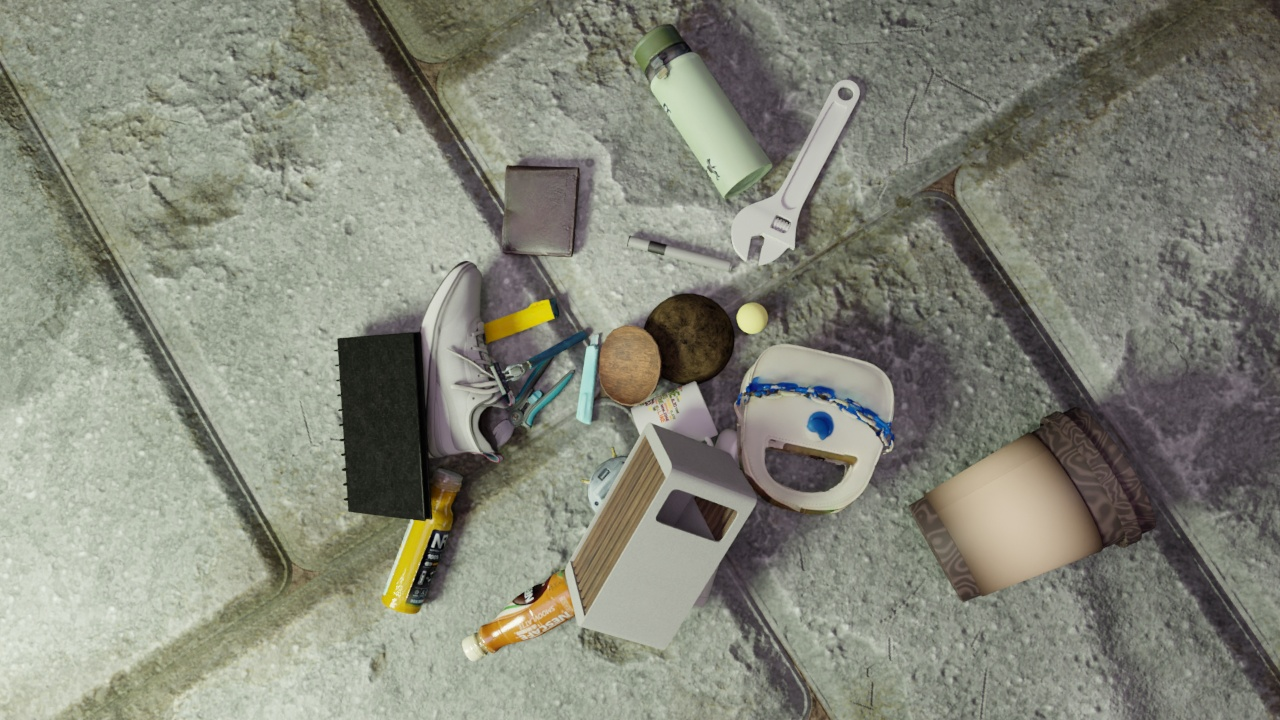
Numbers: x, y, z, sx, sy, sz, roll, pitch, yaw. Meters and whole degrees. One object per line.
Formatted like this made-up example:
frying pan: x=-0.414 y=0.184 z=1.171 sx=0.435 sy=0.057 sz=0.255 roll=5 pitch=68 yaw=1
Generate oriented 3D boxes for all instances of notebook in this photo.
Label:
notebook: x=-0.332 y=0.083 z=1.173 sx=0.169 sy=0.019 sz=0.231 roll=-2 pitch=92 yaw=38

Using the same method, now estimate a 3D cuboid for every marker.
marker: x=0.052 y=-0.141 z=1.209 sx=0.140 sy=0.016 sz=0.016 roll=15 pitch=88 yaw=5

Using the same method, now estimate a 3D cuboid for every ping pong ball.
ping pong ball: x=0.144 y=-0.055 z=1.184 sx=0.040 sy=0.040 sz=0.040 roll=0 pitch=87 yaw=4

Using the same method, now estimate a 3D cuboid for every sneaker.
sneaker: x=-0.218 y=0.007 z=1.176 sx=0.129 sy=0.096 sz=0.263 roll=11 pitch=96 yaw=4

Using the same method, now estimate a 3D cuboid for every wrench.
wrench: x=0.204 y=-0.250 z=1.203 sx=0.087 sy=0.018 sz=0.273 roll=26 pitch=88 yaw=7

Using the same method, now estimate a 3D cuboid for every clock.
clock: x=-0.011 y=0.176 z=1.177 sx=0.129 sy=0.052 sz=0.090 roll=43 pitch=90 yaw=6

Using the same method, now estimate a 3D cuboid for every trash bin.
trash bin: x=0.019 y=0.210 z=1.095 sx=0.114 sy=0.114 sz=0.229 roll=22 pitch=107 yaw=-22

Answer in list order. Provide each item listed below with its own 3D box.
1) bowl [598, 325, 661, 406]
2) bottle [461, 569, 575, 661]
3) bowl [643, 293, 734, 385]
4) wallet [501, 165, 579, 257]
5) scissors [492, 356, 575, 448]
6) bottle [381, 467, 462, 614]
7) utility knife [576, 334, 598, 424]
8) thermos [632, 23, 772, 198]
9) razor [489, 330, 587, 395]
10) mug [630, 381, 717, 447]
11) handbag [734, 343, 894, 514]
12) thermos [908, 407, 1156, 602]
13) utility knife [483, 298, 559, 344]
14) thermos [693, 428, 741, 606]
bowl: x=-0.007 y=0.007 z=1.180 sx=0.114 sy=0.026 sz=0.102 roll=16 pitch=98 yaw=45
bottle: x=-0.150 y=0.331 z=1.176 sx=0.167 sy=0.059 sz=0.059 roll=-31 pitch=85 yaw=2
bowl: x=0.061 y=-0.030 z=1.181 sx=0.121 sy=0.056 sz=0.121 roll=0 pitch=87 yaw=4
wallet: x=-0.133 y=-0.199 z=1.222 sx=0.099 sy=0.031 sz=0.120 roll=3 pitch=90 yaw=7
scissors: x=-0.142 y=0.056 z=1.212 sx=0.148 sy=0.019 sz=0.132 roll=-3 pitch=86 yaw=3
bottle: x=-0.281 y=0.233 z=1.196 sx=0.053 sy=0.053 sz=0.186 roll=20 pitch=88 yaw=5
utility knife: x=-0.068 y=0.024 z=1.209 sx=0.022 sy=0.015 sz=0.119 roll=6 pitch=87 yaw=20
thermos: x=0.075 y=-0.325 z=1.184 sx=0.082 sy=0.082 sz=0.231 roll=-33 pitch=85 yaw=2
razor: x=-0.125 y=-0.005 z=1.177 sx=0.143 sy=0.022 sz=0.042 roll=-30 pitch=104 yaw=-31
mug: x=0.049 y=0.090 z=1.162 sx=0.089 sy=0.073 sz=0.105 roll=-23 pitch=69 yaw=3
handbag: x=0.208 y=0.086 z=1.121 sx=0.200 sy=0.093 sz=0.199 roll=10 pitch=77 yaw=-4
thermos: x=0.453 y=0.179 z=1.090 sx=0.226 sy=0.172 sz=0.172 roll=-29 pitch=85 yaw=8
utility knife: x=-0.204 y=-0.038 z=1.222 sx=0.207 sy=0.018 sz=0.030 roll=-19 pitch=81 yaw=4
thermos: x=0.092 y=0.198 z=1.168 sx=0.052 sy=0.052 sz=0.224 roll=18 pitch=88 yaw=5
